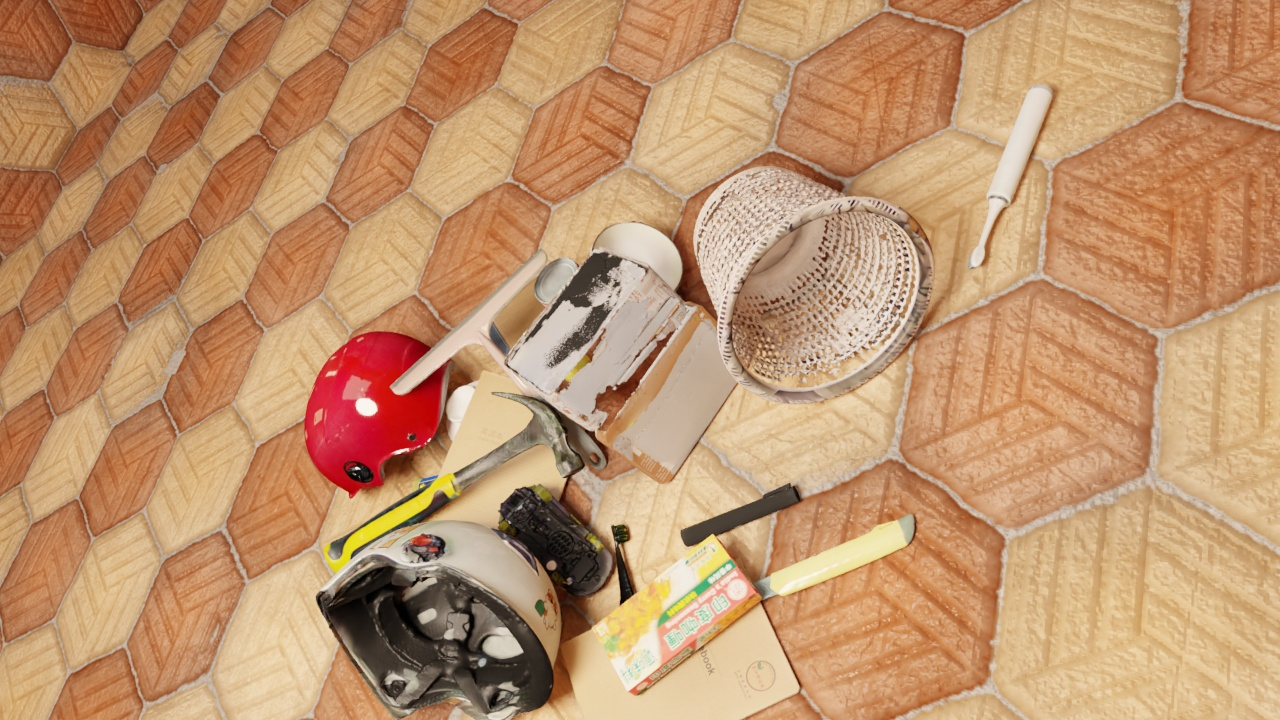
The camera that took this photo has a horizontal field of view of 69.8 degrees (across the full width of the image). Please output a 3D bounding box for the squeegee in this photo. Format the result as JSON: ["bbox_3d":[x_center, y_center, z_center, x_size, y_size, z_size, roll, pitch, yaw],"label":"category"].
[{"bbox_3d":[-0.127,0.034,1.073,0.247,0.040,0.249,-43,84,-2],"label":"squeegee"}]

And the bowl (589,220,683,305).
[{"bbox_3d":[-0.012,-0.105,1.130,0.066,0.116,0.116,122,154,-58],"label":"bowl"}]

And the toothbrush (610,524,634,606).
[{"bbox_3d":[-0.009,0.267,0.957,0.027,0.026,0.212,-9,54,-4],"label":"toothbrush"}]

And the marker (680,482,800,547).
[{"bbox_3d":[0.101,0.160,0.947,0.132,0.022,0.020,-26,16,19],"label":"marker"}]

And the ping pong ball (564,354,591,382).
[{"bbox_3d":[-0.079,0.009,1.139,0.040,0.040,0.040,-16,57,25],"label":"ping pong ball"}]

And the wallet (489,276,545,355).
[{"bbox_3d":[-0.156,-0.053,1.231,0.115,0.033,0.090,-42,52,5],"label":"wallet"}]

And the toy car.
[{"bbox_3d":[-0.097,0.202,1.028,0.158,0.042,0.070,39,76,26],"label":"toy car"}]

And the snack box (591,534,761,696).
[{"bbox_3d":[0.034,0.249,0.901,0.156,0.027,0.077,-38,51,0],"label":"snack box"}]

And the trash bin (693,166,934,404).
[{"bbox_3d":[0.154,-0.099,0.951,0.228,0.227,0.192,-39,37,8],"label":"trash bin"}]

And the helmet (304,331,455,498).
[{"bbox_3d":[-0.361,0.058,1.194,0.241,0.144,0.206,-40,26,24],"label":"helmet"}]

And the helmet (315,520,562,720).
[{"bbox_3d":[-0.193,0.259,0.978,0.275,0.230,0.156,-13,25,25],"label":"helmet"}]

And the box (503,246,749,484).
[{"bbox_3d":[-0.005,0.007,1.014,0.183,0.193,0.157,-51,35,-6],"label":"box"}]

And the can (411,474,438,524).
[{"bbox_3d":[-0.233,0.186,1.129,0.083,0.057,0.102,-16,57,22],"label":"can"}]

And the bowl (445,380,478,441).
[{"bbox_3d":[-0.210,0.068,1.176,0.118,0.064,0.118,-16,56,26],"label":"bowl"}]

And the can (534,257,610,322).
[{"bbox_3d":[-0.081,-0.078,1.154,0.067,0.094,0.066,-16,56,25],"label":"can"}]

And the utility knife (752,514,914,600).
[{"bbox_3d":[0.168,0.198,0.880,0.207,0.021,0.031,-23,53,10],"label":"utility knife"}]

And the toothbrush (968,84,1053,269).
[{"bbox_3d":[0.384,-0.192,0.959,0.027,0.026,0.220,25,77,3],"label":"toothbrush"}]

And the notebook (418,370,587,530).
[{"bbox_3d":[-0.159,0.126,1.097,0.149,0.012,0.211,16,69,10],"label":"notebook"}]

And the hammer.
[{"bbox_3d":[-0.227,0.147,1.049,0.323,0.032,0.126,-32,77,9],"label":"hammer"}]

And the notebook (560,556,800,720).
[{"bbox_3d":[0.033,0.299,0.896,0.208,0.008,0.147,-27,52,4],"label":"notebook"}]
